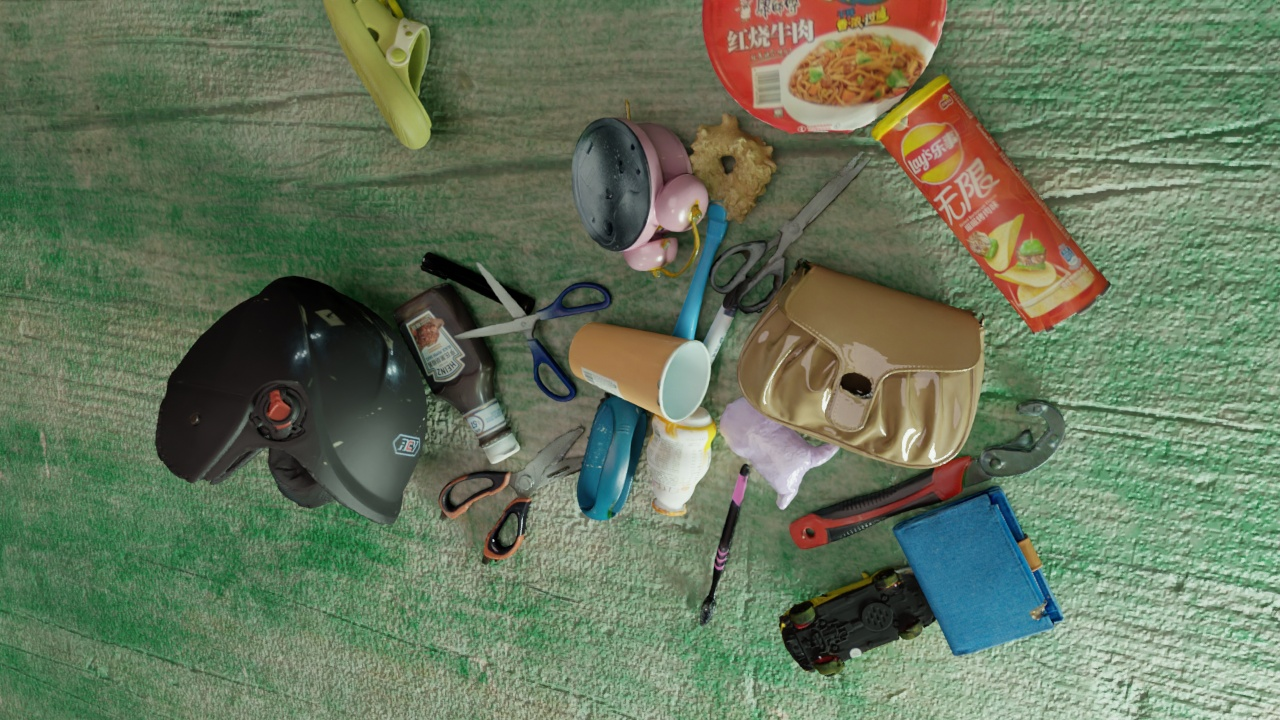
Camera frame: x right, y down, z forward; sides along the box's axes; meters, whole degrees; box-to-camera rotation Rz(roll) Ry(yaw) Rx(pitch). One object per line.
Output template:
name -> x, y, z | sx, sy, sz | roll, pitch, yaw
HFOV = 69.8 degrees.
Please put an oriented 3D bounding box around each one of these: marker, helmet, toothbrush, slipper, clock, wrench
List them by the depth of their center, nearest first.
clock -> 0.003, -0.144, 0.819 | 0.158, 0.059, 0.117 | 60, 141, 21
wrench -> 0.257, 0.115, 0.843 | 0.274, 0.016, 0.056 | -32, 92, 26
marker -> 0.071, -0.024, 0.876 | 0.018, 0.022, 0.131 | 42, 117, 37
slipper -> -0.242, -0.298, 0.900 | 0.081, 0.092, 0.190 | -28, 82, -14
toothbrush -> 0.085, 0.191, 0.933 | 0.014, 0.017, 0.189 | 17, 109, 15
helmet -> -0.334, 0.047, 0.942 | 0.275, 0.233, 0.230 | 29, 83, 16
marker -> -0.170, -0.080, 0.956 | 0.132, 0.022, 0.020 | 25, 146, 14

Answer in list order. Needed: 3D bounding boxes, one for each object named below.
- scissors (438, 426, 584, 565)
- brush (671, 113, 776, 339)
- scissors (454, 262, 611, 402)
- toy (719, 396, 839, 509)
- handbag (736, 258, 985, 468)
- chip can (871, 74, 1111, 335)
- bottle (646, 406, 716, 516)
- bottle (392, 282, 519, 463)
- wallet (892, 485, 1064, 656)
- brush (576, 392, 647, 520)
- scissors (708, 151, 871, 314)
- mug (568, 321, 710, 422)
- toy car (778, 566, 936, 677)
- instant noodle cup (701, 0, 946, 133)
scissors -> -0.134, 0.148, 1.010 | 0.196, 0.015, 0.216 | 14, 108, 18
brush -> 0.060, -0.098, 0.849 | 0.083, 0.045, 0.255 | 20, 116, 12
scissors -> -0.105, -0.036, 0.930 | 0.163, 0.012, 0.173 | -31, 105, 17
toy -> 0.125, 0.076, 0.873 | 0.108, 0.039, 0.084 | 45, 101, 10
handbag -> 0.191, 0.006, 0.793 | 0.204, 0.099, 0.148 | 19, 107, 12
chip can -> 0.281, -0.124, 0.737 | 0.073, 0.073, 0.216 | -40, 89, 26
bottle -> 0.037, 0.097, 0.900 | 0.063, 0.063, 0.108 | 15, 109, 17
bottle -> -0.189, 0.017, 0.980 | 0.080, 0.043, 0.195 | -25, 95, 27
wallet -> 0.305, 0.190, 0.829 | 0.106, 0.040, 0.133 | -27, 90, 20
brush -> -0.029, 0.100, 0.919 | 0.055, 0.073, 0.144 | 12, 113, -8
scissors -> 0.128, -0.119, 0.811 | 0.136, 0.014, 0.175 | 3, 120, -11
mug -> -0.005, 0.005, 0.875 | 0.123, 0.078, 0.078 | 17, 111, 35
toy car -> 0.210, 0.248, 0.883 | 0.156, 0.041, 0.071 | -27, 93, 11
instant noodle cup -> 0.150, -0.283, 0.747 | 0.194, 0.065, 0.194 | 5, 105, 20
